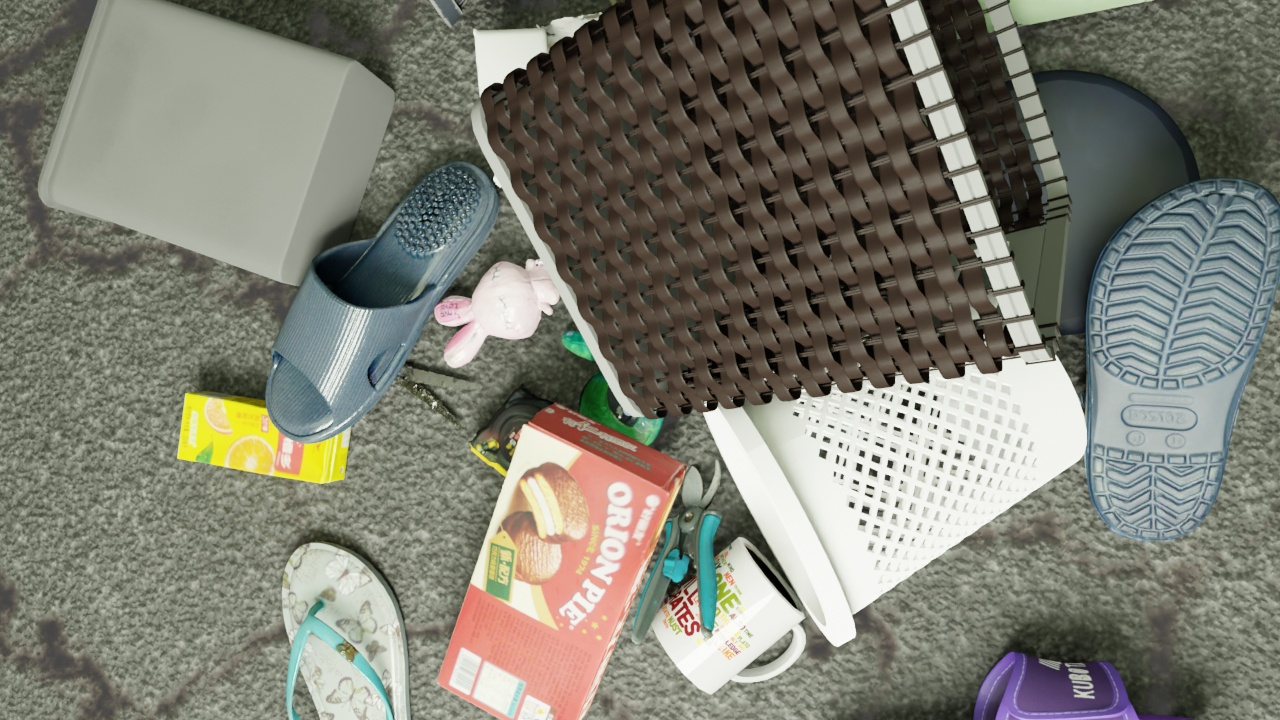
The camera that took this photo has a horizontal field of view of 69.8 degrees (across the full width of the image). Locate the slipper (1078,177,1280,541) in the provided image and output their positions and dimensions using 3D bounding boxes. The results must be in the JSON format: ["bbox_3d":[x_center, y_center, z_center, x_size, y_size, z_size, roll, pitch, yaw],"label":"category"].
[{"bbox_3d":[0.361,-0.001,0.638,0.105,0.095,0.253,10,107,24],"label":"slipper"}]

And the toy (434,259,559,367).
[{"bbox_3d":[-0.117,-0.042,0.736,0.110,0.047,0.063,-29,72,12],"label":"toy"}]

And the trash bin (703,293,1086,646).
[{"bbox_3d":[0.171,0.057,0.624,0.199,0.195,0.195,-27,84,-2],"label":"trash bin"}]

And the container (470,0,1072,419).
[{"bbox_3d":[0.089,-0.127,0.550,0.244,0.246,0.245,-15,112,34],"label":"container"}]

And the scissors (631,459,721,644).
[{"bbox_3d":[0.035,0.146,0.673,0.019,0.124,0.156,41,85,-34],"label":"scissors"}]

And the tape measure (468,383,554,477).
[{"bbox_3d":[-0.089,0.063,0.730,0.072,0.042,0.071,41,94,13],"label":"tape measure"}]

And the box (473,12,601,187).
[{"bbox_3d":[-0.054,-0.210,0.708,0.137,0.108,0.128,-4,84,-5],"label":"box"}]

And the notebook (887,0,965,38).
[{"bbox_3d":[0.210,-0.346,0.657,0.178,0.014,0.249,28,79,28],"label":"notebook"}]

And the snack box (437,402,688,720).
[{"bbox_3d":[-0.060,0.161,0.679,0.113,0.060,0.237,24,110,11],"label":"snack box"}]

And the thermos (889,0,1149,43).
[{"bbox_3d":[0.283,-0.280,0.660,0.231,0.082,0.082,-8,86,9],"label":"thermos"}]

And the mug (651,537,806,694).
[{"bbox_3d":[0.075,0.199,0.687,0.089,0.073,0.105,-41,108,6],"label":"mug"}]

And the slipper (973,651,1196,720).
[{"bbox_3d":[0.254,0.251,0.638,0.267,0.107,0.084,-11,86,13],"label":"slipper"}]

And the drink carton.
[{"bbox_3d":[-0.312,0.064,0.767,0.135,0.043,0.058,8,91,11],"label":"drink carton"}]

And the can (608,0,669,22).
[{"bbox_3d":[0.018,-0.320,0.683,0.128,0.127,0.073,-32,81,7],"label":"can"}]

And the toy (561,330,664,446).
[{"bbox_3d":[-0.004,0.004,0.708,0.131,0.072,0.193,7,85,48],"label":"toy"}]

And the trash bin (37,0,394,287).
[{"bbox_3d":[-0.344,-0.179,0.754,0.220,0.097,0.192,19,91,8],"label":"trash bin"}]

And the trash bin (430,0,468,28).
[{"bbox_3d":[-0.093,-0.387,0.691,0.227,0.164,0.164,-30,83,3],"label":"trash bin"}]

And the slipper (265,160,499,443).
[{"bbox_3d":[-0.216,-0.058,0.718,0.101,0.082,0.263,34,85,22],"label":"slipper"}]

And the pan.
[{"bbox_3d":[0.246,-0.163,0.694,0.356,0.021,0.199,35,94,10],"label":"pan"}]

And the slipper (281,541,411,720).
[{"bbox_3d":[-0.232,0.278,0.741,0.098,0.054,0.268,-15,87,6],"label":"slipper"}]

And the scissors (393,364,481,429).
[{"bbox_3d":[-0.217,0.000,0.767,0.158,0.012,0.162,-16,86,11],"label":"scissors"}]
